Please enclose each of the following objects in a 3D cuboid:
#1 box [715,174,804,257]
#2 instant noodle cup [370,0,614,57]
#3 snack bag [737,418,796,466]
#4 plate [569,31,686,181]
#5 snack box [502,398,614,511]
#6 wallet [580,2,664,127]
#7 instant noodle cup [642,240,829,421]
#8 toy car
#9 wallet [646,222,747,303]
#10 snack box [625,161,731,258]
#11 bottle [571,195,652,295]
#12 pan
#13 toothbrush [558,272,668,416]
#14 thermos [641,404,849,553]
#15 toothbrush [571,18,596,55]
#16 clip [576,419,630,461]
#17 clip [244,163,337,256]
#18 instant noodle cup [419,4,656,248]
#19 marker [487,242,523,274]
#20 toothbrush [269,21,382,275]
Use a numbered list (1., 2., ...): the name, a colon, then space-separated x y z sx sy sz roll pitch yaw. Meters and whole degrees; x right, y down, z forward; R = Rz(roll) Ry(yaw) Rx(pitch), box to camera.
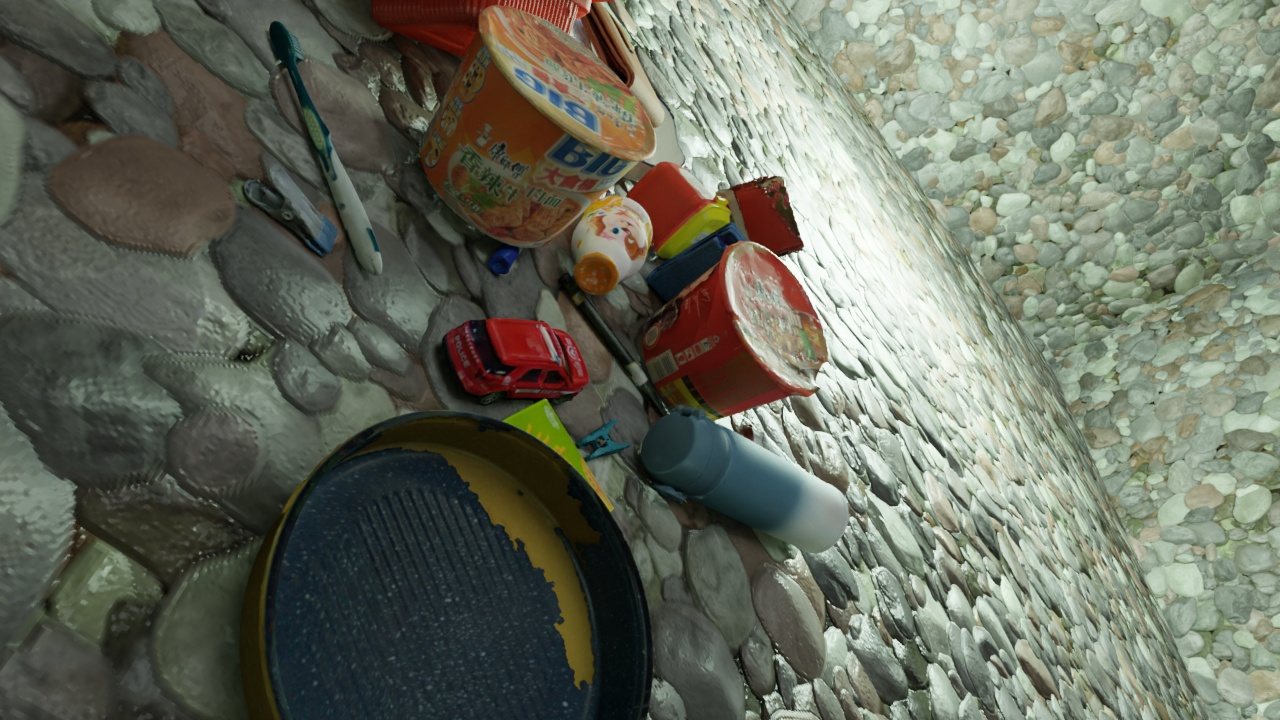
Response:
1. box: 0.136 -0.161 1.017 0.168 0.078 0.091 -89 160 -79
2. instant noodle cup: -0.129 -0.287 0.713 0.188 0.165 0.079 -1 101 -60
3. snack bag: 0.124 0.098 0.846 0.105 0.026 0.045 45 38 -21
4. plate: -0.032 -0.272 0.963 0.205 0.046 0.204 41 30 -31
5. snack box: -0.077 0.080 0.522 0.086 0.026 0.156 59 26 2
6. wallet: -0.019 -0.289 0.887 0.108 0.031 0.131 65 12 7
7. instant noodle cup: 0.074 -0.017 0.774 0.137 0.109 0.137 28 47 -36
8. toy car: -0.074 0.000 0.597 0.120 0.045 0.053 6 58 -60
9. wallet: 0.084 -0.054 0.854 0.133 0.107 0.040 47 40 -18
10. snack box: 0.037 -0.151 0.913 0.080 0.082 0.091 53 19 10
11. bottle: -0.026 -0.092 0.753 0.063 0.063 0.108 48 27 -18
12. pan: -0.032 0.184 0.393 0.197 0.078 0.357 -18 80 -50
13. toothbrush: -0.004 0.004 0.738 0.186 0.017 0.012 53 30 -9
14. thermos: 0.087 0.101 0.740 0.220 0.070 0.070 29 38 -42
15. toothbrush: -0.061 -0.318 0.893 0.029 0.021 0.189 -10 64 -27
16. clip: -0.027 0.057 0.649 0.041 0.014 0.056 61 25 8
17. clip: -0.192 -0.085 0.514 0.057 0.028 0.024 50 27 -36
18. instant noodle cup: -0.080 -0.161 0.663 0.151 0.112 0.151 32 32 -23
19. marker: -0.089 -0.104 0.715 0.017 0.017 0.145 48 28 -17
20. toothbrush: -0.194 -0.134 0.570 0.191 0.016 0.018 64 17 15
